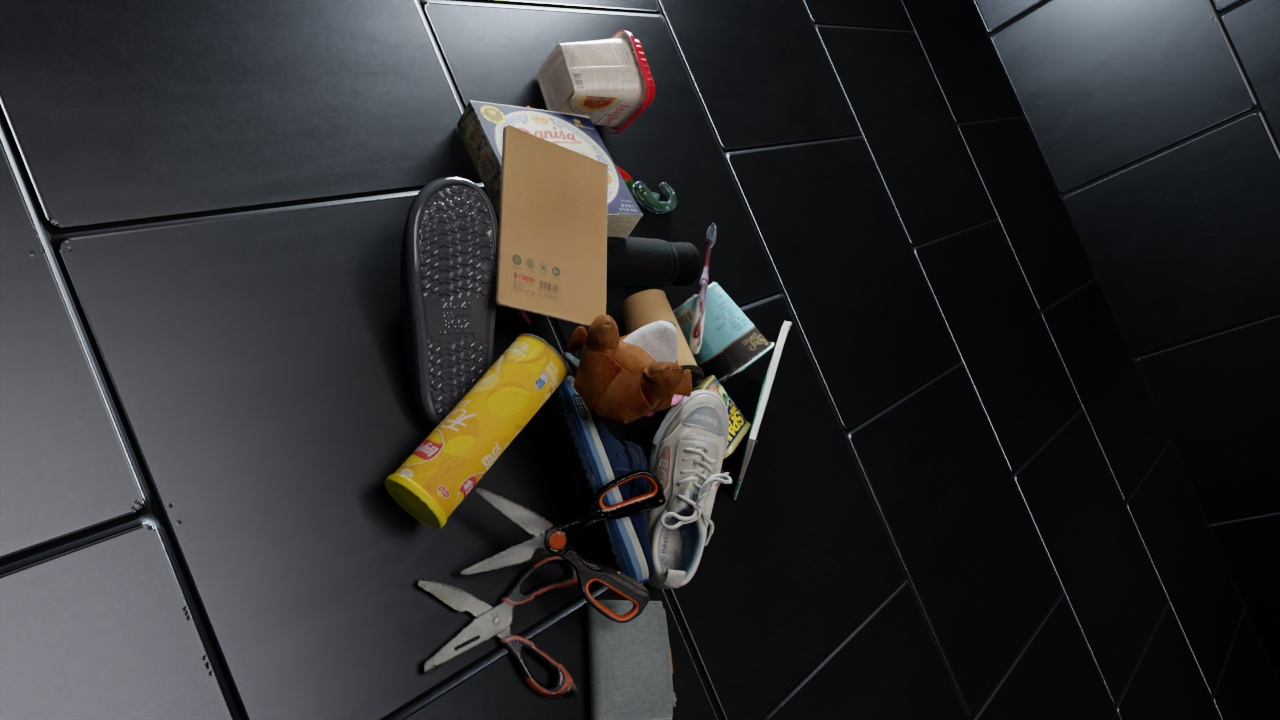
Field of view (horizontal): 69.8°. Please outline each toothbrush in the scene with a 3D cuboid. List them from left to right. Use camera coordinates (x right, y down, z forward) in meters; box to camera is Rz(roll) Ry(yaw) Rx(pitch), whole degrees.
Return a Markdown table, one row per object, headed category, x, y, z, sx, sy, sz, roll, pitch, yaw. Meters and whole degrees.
| category | x | y | z | sx | sy | sz | roll | pitch | yaw |
| --- | --- | --- | --- | --- | --- | --- | --- | --- | --- |
| toothbrush | -0.144 | -0.057 | 1.087 | 0.189 | 0.018 | 0.014 | 55 | 43 | -5 |
| toothbrush | 0.084 | -0.097 | 1.215 | 0.016 | 0.017 | 0.187 | 10 | 73 | -3 |

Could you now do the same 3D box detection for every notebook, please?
| category | x | y | z | sx | sy | sz | roll | pitch | yaw |
| --- | --- | --- | --- | --- | --- | --- | --- | --- | --- |
| notebook | -0.095 | -0.147 | 1.029 | 0.147 | 0.008 | 0.207 | 12 | 71 | -40 |
| notebook | 0.164 | 0.067 | 1.250 | 0.012 | 0.151 | 0.208 | 17 | 52 | 7 |

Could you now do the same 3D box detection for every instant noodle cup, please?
| category | x | y | z | sx | sy | sz | roll | pitch | yaw |
| --- | --- | --- | --- | --- | --- | --- | --- | --- | --- |
| instant noodle cup | -0.064 | -0.378 | 1.247 | 0.124 | 0.117 | 0.116 | -10 | 79 | -35 |
| instant noodle cup | 0.106 | -0.039 | 1.262 | 0.120 | 0.111 | 0.111 | 55 | 43 | 1 |

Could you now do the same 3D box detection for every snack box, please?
| category | x | y | z | sx | sy | sz | roll | pitch | yaw |
| --- | --- | --- | --- | --- | --- | --- | --- | --- | --- |
| snack box | -0.111 | -0.233 | 1.123 | 0.177 | 0.046 | 0.182 | -4 | 56 | -39 |

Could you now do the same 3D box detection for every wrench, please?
| category | x | y | z | sx | sy | sz | roll | pitch | yaw |
| --- | --- | --- | --- | --- | --- | --- | --- | --- | --- |
| wrench | -0.051 | -0.273 | 1.273 | 0.273 | 0.016 | 0.056 | 25 | 56 | -35 |

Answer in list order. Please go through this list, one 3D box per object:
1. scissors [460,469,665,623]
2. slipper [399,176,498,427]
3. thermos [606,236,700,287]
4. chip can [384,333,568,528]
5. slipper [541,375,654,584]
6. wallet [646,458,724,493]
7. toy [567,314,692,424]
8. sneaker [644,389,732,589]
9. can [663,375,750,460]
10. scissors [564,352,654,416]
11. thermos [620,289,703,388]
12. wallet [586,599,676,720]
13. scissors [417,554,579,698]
| category | x | y | z | sx | sy | sz | roll | pitch | yaw |
| --- | --- | --- | --- | --- | --- | --- | --- | --- | --- |
| scissors | -0.067 | 0.186 | 0.956 | 0.231 | 0.022 | 0.221 | -39 | 103 | -14 |
| slipper | -0.216 | -0.059 | 0.975 | 0.110 | 0.083 | 0.268 | -1 | 92 | -46 |
| thermos | -0.039 | -0.123 | 1.174 | 0.242 | 0.090 | 0.068 | -2 | 88 | -40 |
| chip can | -0.162 | 0.068 | 0.931 | 0.072 | 0.072 | 0.212 | 49 | 58 | -17 |
| slipper | -0.032 | 0.130 | 1.031 | 0.095 | 0.105 | 0.253 | -20 | 89 | -25 |
| wallet | 0.050 | 0.154 | 1.166 | 0.108 | 0.031 | 0.131 | 49 | 46 | -14 |
| toy | -0.006 | 0.006 | 1.021 | 0.140 | 0.130 | 0.199 | 38 | 0 | 10 |
| sneaker | 0.054 | 0.147 | 1.071 | 0.089 | 0.091 | 0.242 | 17 | 79 | -11 |
| can | 0.086 | 0.079 | 1.178 | 0.083 | 0.057 | 0.101 | 54 | 36 | -7 |
| scissors | -0.037 | 0.033 | 1.114 | 0.135 | 0.017 | 0.133 | 15 | 68 | -3 |
| thermos | 0.022 | -0.015 | 1.178 | 0.093 | 0.093 | 0.143 | 3 | 62 | -44 |
| wallet | -0.011 | 0.334 | 1.018 | 0.106 | 0.037 | 0.129 | 10 | 64 | -30 |
| scissors | -0.132 | 0.264 | 0.945 | 0.223 | 0.015 | 0.188 | 42 | 47 | -23 |
